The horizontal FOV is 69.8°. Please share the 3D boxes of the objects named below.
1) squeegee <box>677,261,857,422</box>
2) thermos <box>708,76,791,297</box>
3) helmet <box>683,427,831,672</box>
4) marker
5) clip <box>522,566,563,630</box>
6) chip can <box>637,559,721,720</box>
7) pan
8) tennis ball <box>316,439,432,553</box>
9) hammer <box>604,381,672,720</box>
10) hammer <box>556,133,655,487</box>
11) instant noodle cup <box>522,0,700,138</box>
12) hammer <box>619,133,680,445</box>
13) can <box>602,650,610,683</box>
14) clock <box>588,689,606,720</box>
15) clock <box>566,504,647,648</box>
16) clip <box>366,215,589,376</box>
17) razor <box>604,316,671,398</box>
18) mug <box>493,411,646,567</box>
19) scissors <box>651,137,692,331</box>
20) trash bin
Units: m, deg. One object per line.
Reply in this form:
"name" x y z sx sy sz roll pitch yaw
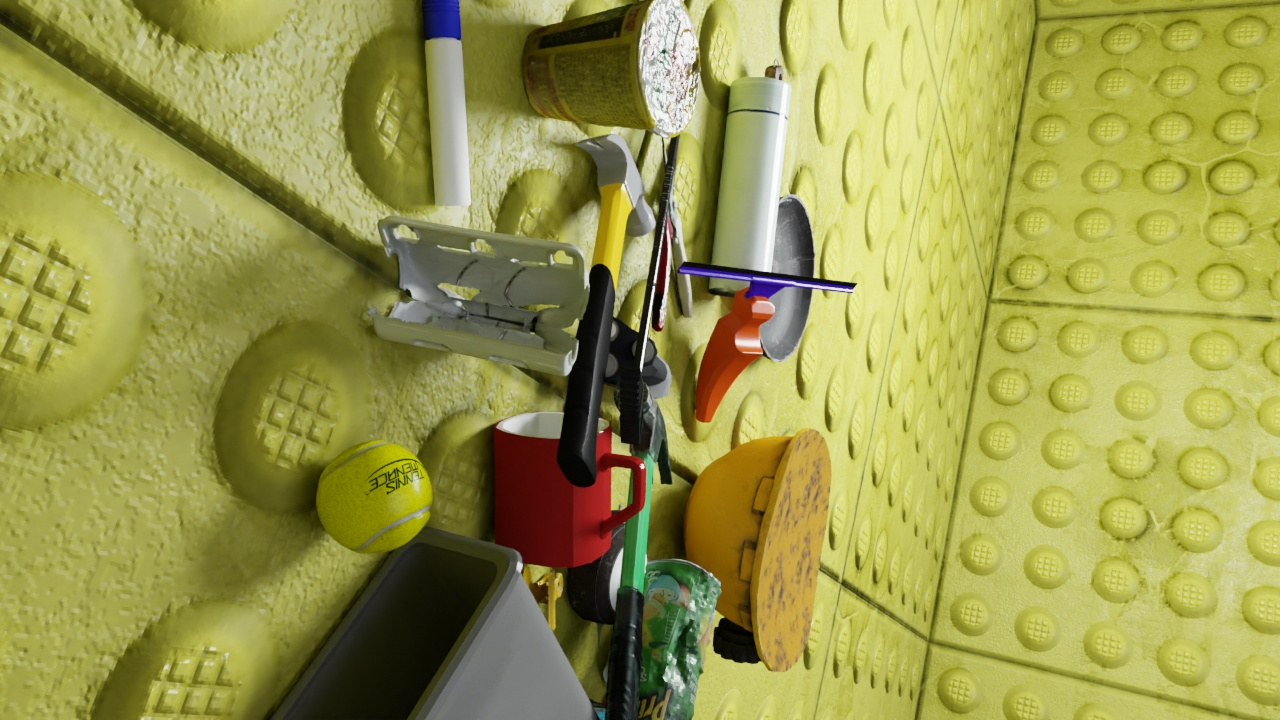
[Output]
"squeegee" 0.098 -0.016 0.959 0.249 0.055 0.185 2 120 -38
"thermos" 0.117 -0.182 0.982 0.067 0.068 0.230 1 95 -61
"helmet" 0.114 0.191 0.989 0.204 0.131 0.255 -9 105 -60
"marker" -0.124 -0.167 0.591 0.027 0.023 0.133 -60 150 -74
"clip" -0.076 0.192 0.754 0.048 0.046 0.054 -7 102 -35
"chip can" 0.013 0.280 0.771 0.075 0.075 0.222 59 39 -48
"pan" 0.157 -0.171 1.089 0.207 0.040 0.357 -38 127 -52
"tennis ball" -0.156 0.081 0.542 0.065 0.065 0.065 -21 114 -58
"hammer" -0.007 0.185 0.742 0.130 0.032 0.318 67 26 -62
"hammer" -0.029 -0.051 0.681 0.127 0.029 0.322 67 21 -44
"instant noodle cup" -0.023 -0.213 0.674 0.102 0.108 0.102 -21 114 -59
"hammer" 0.013 -0.095 0.754 0.095 0.015 0.324 89 8 -58
"can" 0.012 0.277 0.894 0.127 0.064 0.064 -51 138 -44
"clock" -0.044 0.381 0.807 0.157 0.073 0.121 -58 143 -36
"clock" -0.026 0.186 0.825 0.091 0.044 0.123 -36 127 -53
"clip" -0.098 -0.024 0.580 0.151 0.127 0.110 96 8 -59
"razor" -0.005 0.005 0.818 0.156 0.060 0.057 46 44 -72
"mug" -0.051 0.096 0.685 0.080 0.116 0.096 -21 114 -64
"scissors" 0.032 -0.106 0.879 0.179 0.015 0.198 61 32 -62
"trash bin" -0.126 0.256 0.607 0.191 0.098 0.220 -58 144 -38
